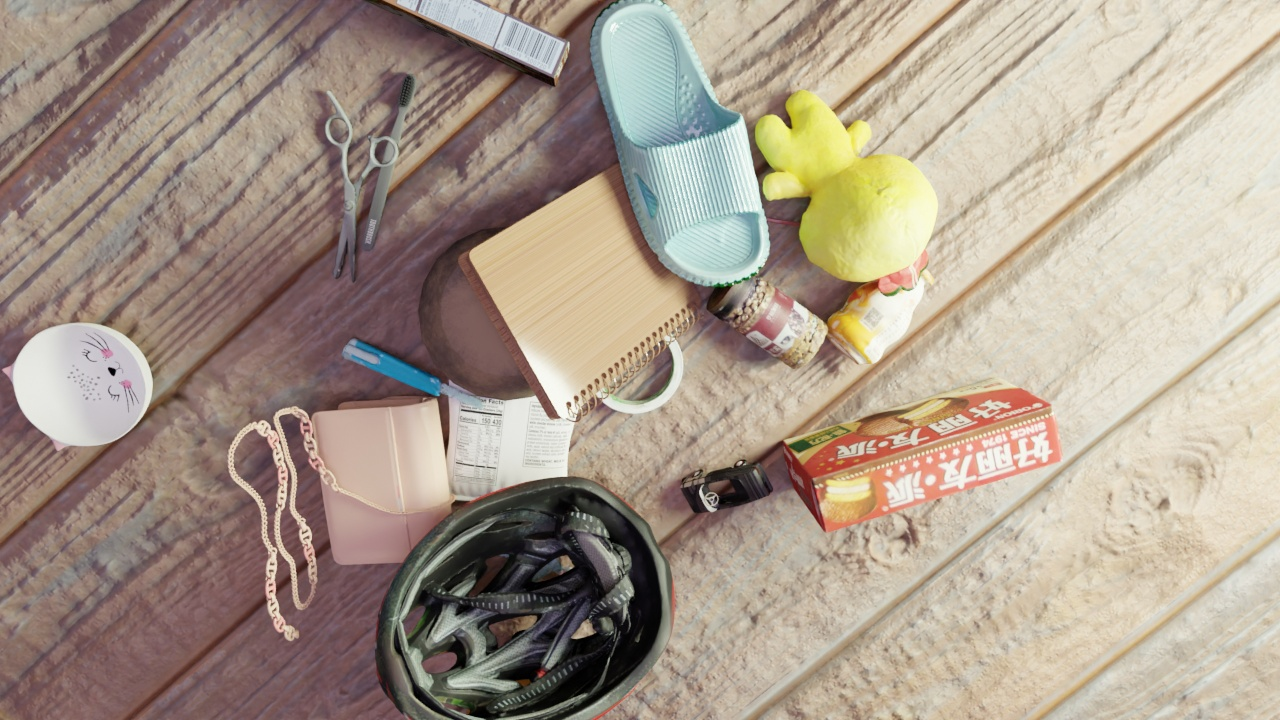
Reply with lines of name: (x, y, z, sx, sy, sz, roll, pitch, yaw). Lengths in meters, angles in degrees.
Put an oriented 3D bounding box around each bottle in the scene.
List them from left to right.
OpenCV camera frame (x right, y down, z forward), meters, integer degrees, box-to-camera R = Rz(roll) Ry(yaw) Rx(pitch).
bottle: (0.122, -0.042, 0.880, 0.105, 0.056, 0.056, 34, 98, -11)
bottle: (0.232, -0.049, 0.885, 0.063, 0.063, 0.109, 42, 94, -12)

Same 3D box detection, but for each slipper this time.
slipper: (0.032, -0.195, 0.814, 0.116, 0.069, 0.276, -21, 94, 3)

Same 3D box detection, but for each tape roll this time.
tape roll: (-0.005, 0.005, 0.901, 0.094, 0.018, 0.094, -1, 103, -4)

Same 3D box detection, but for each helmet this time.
helmet: (-0.102, 0.228, 0.823, 0.271, 0.167, 0.217, -21, 73, -22)

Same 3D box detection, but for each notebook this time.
notebook: (-0.040, -0.063, 0.812, 0.209, 0.022, 0.169, -40, 108, -39)

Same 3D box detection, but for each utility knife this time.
utility knife: (-0.216, 0.017, 0.868, 0.149, 0.015, 0.022, 25, 97, 8)

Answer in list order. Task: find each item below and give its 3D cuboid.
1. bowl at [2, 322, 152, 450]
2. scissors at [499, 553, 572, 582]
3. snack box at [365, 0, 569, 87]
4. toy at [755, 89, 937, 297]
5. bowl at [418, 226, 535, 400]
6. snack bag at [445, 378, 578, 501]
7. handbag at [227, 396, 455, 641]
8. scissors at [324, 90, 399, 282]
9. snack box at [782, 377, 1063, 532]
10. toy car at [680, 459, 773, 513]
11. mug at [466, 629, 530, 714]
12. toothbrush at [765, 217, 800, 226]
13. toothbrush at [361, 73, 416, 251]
bowl: (-0.505, 0.018, 0.848, 0.114, 0.050, 0.115, -1, 103, -4)
scissors: (-0.075, 0.195, 0.936, 0.170, 0.013, 0.175, 18, 110, -8)
snack box: (-0.153, -0.289, 0.778, 0.186, 0.101, 0.032, 22, 100, -9)
toy: (0.191, -0.155, 0.841, 0.133, 0.092, 0.207, -39, 78, -9)
bowl: (-0.122, -0.044, 0.836, 0.162, 0.070, 0.162, 0, 90, -8)
snack bag: (-0.127, 0.078, 0.896, 0.130, 0.039, 0.144, 6, 109, -8)
handbag: (-0.249, 0.135, 0.823, 0.117, 0.187, 0.199, -3, 100, 14)
scissors: (-0.275, -0.158, 0.845, 0.120, 0.014, 0.160, 38, 107, 1)
snack box: (0.268, 0.088, 0.892, 0.236, 0.113, 0.060, -17, 104, 0)
toy car: (0.084, 0.128, 0.913, 0.092, 0.037, 0.040, -19, 108, 34)
mug: (-0.104, 0.349, 0.934, 0.123, 0.100, 0.094, 30, 101, -24)
toothbrush: (0.184, -0.125, 0.888, 0.184, 0.015, 0.016, 11, 99, -6)
toothbrush: (-0.232, -0.181, 0.844, 0.013, 0.013, 0.167, 17, 104, -8)
